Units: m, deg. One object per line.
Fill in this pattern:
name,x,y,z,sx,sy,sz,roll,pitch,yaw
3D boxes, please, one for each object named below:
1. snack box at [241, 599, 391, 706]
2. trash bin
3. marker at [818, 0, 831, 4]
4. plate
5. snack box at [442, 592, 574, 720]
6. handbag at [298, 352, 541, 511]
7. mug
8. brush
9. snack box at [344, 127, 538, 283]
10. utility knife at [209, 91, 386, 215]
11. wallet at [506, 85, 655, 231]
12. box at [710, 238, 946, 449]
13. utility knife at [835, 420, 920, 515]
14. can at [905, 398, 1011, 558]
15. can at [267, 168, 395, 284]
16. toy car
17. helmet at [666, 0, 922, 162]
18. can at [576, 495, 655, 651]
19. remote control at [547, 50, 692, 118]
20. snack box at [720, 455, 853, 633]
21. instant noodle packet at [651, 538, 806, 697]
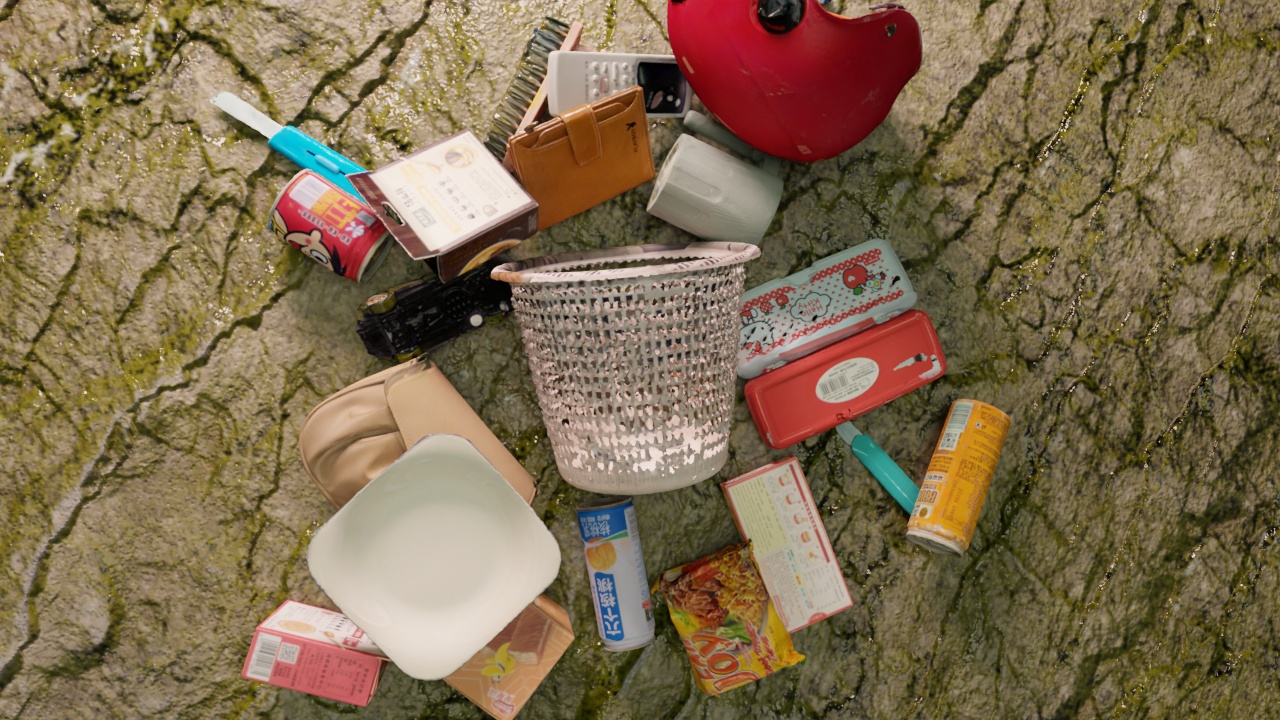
snack box,-0.259,0.251,0.786,0.127,0.113,0.044,17,84,-7
trash bin,-0.005,0.003,0.792,0.227,0.227,0.192,-7,102,-8
marker,0.118,-0.354,0.904,0.145,0.017,0.017,-8,89,-8
plate,-0.166,0.158,0.749,0.164,0.034,0.163,-41,100,-9
snack box,-0.119,0.250,0.816,0.077,0.093,0.094,39,83,-5
handbag,-0.194,0.101,0.805,0.147,0.100,0.204,-39,99,-2
mug,0.074,-0.170,0.863,0.103,0.084,0.123,23,63,-10
brush,-0.089,-0.239,0.850,0.073,0.063,0.145,27,86,-8
snack box,-0.172,-0.136,0.807,0.125,0.053,0.113,-32,67,-22
utility knife,-0.301,-0.186,0.843,0.208,0.018,0.034,32,85,-4
wallet,-0.053,-0.189,0.831,0.130,0.119,0.035,-26,54,-13
box,0.184,-0.018,0.892,0.201,0.050,0.160,-23,88,-9
utility knife,0.255,0.121,0.911,0.029,0.013,0.178,-43,91,-9
can,0.307,0.112,0.885,0.058,0.058,0.145,27,76,-6
can,-0.273,-0.118,0.819,0.094,0.066,0.066,33,84,-6
toy car,-0.181,-0.050,0.837,0.158,0.042,0.070,-24,119,-7
helmet,0.117,-0.263,0.817,0.240,0.206,0.144,23,103,-3
can,-0.022,0.196,0.851,0.053,0.053,0.134,-10,90,-8
remote control,-0.016,-0.254,0.847,0.149,0.021,0.058,-10,109,-31
snack box,0.141,0.178,0.887,0.077,0.027,0.156,-21,91,-7
instant noodle packet,0.080,0.245,0.859,0.111,0.044,0.128,-24,91,12
